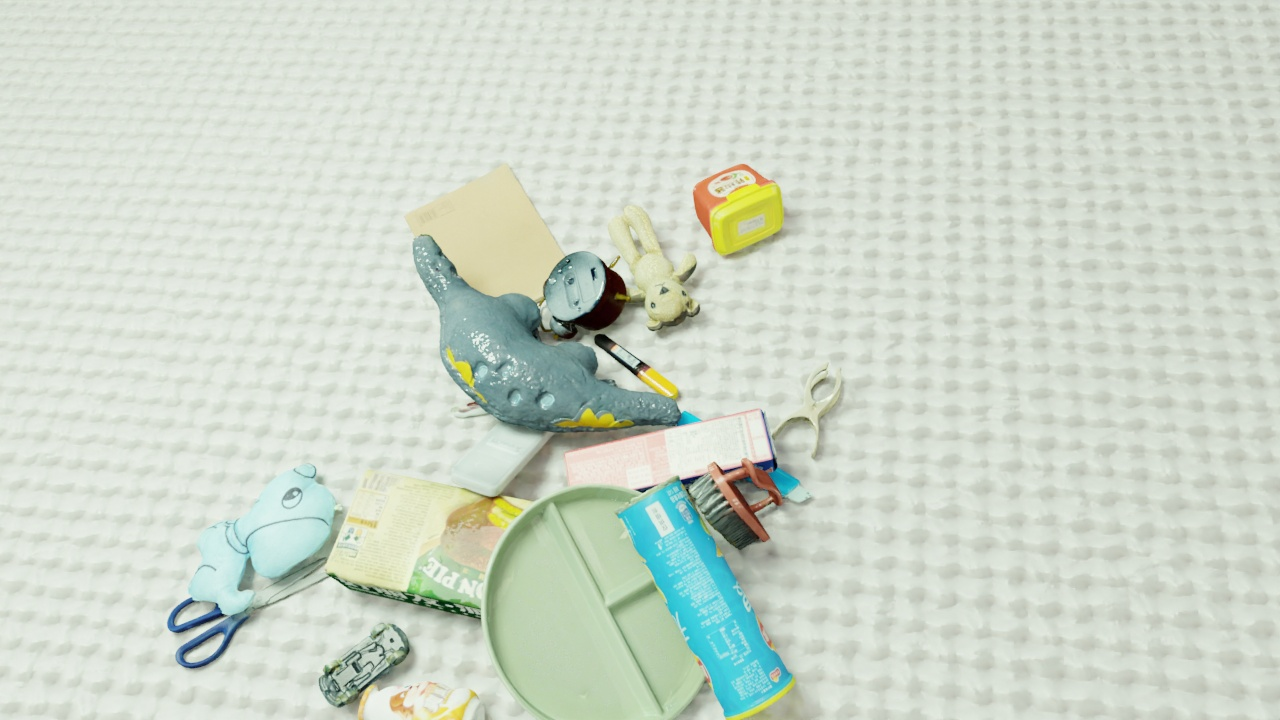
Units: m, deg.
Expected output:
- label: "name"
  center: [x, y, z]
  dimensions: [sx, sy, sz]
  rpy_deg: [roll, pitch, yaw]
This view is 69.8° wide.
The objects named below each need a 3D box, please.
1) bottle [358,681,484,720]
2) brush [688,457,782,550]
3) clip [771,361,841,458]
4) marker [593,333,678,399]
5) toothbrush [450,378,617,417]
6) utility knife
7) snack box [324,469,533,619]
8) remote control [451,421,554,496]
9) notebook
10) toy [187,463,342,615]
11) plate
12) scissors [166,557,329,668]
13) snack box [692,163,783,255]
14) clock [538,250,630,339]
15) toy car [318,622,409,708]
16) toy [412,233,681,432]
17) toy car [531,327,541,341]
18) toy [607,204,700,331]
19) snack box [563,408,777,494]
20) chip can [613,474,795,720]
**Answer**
- label: "bottle"
  center: [-0.200, 0.324, 0.836]
  dimensions: [0.108, 0.063, 0.063]
  rpy_deg: [7, 62, 11]
- label: "brush"
  center: [0.093, 0.128, 0.863]
  dimensions: [0.069, 0.146, 0.063]
  rpy_deg: [-34, 62, 3]
- label: "clip"
  center: [0.180, 0.050, 0.964]
  dimensions: [0.070, 0.035, 0.099]
  rpy_deg: [24, 75, 18]
- label: "marker"
  center: [-0.006, 0.006, 1.020]
  dimensions: [0.124, 0.015, 0.018]
  rpy_deg: [37, 69, 26]
- label: "toothbrush"
  center: [-0.118, 0.041, 1.011]
  dimensions: [0.187, 0.017, 0.016]
  rpy_deg: [-9, 59, 1]
- label: "utility knife"
  center: [0.104, 0.103, 0.950]
  dimensions: [0.161, 0.018, 0.034]
  rpy_deg: [29, 68, 20]
- label: "snack box"
  center: [-0.177, 0.189, 0.910]
  dimensions: [0.240, 0.063, 0.114]
  rpy_deg: [9, 62, 11]
- label: "remote control"
  center: [-0.139, 0.093, 0.949]
  dimensions: [0.056, 0.020, 0.135]
  rpy_deg: [17, 34, 16]
- label: "notebook"
  center: [-0.187, -0.140, 1.126]
  dimensions: [0.149, 0.012, 0.211]
  rpy_deg: [-28, 62, -8]
- label: "toy"
  center: [-0.382, 0.180, 0.946]
  dimensions: [0.156, 0.050, 0.161]
  rpy_deg: [-5, 57, 3]
- label: "plate"
  center: [-0.035, 0.227, 0.843]
  dimensions: [0.230, 0.028, 0.229]
  rpy_deg: [8, 65, -18]
- label: "scissors"
  center: [-0.402, 0.241, 0.938]
  dimensions: [0.126, 0.012, 0.173]
  rpy_deg: [30, 67, 21]
- label: "snack box"
  center: [0.112, -0.179, 1.077]
  dimensions: [0.091, 0.082, 0.080]
  rpy_deg: [-25, 48, -8]
- label: "clock"
  center: [-0.071, -0.072, 1.039]
  dimensions: [0.122, 0.055, 0.082]
  rpy_deg: [-26, 63, 25]
- label: "toy car"
  center: [-0.262, 0.292, 0.879]
  dimensions: [0.090, 0.034, 0.043]
  rpy_deg: [-39, 61, -17]
- label: "toy"
  center: [-0.130, -0.006, 0.969]
  dimensions: [0.356, 0.092, 0.137]
  rpy_deg: [36, 64, 12]
- label: "toy car"
  center: [-0.134, -0.016, 1.038]
  dimensions: [0.049, 0.031, 0.105]
  rpy_deg: [-18, 61, -3]
- label: "toy"
  center: [0.011, -0.108, 1.051]
  dimensions: [0.105, 0.066, 0.157]
  rpy_deg: [-25, 67, -1]
- label: "snack box"
  center: [0.031, 0.103, 0.923]
  dimensions: [0.207, 0.057, 0.058]
  rpy_deg: [-13, 67, 6]
- label: "chip can"
  center: [0.056, 0.212, 0.828]
  dimensions: [0.071, 0.071, 0.210]
  rpy_deg: [-28, 80, -9]
